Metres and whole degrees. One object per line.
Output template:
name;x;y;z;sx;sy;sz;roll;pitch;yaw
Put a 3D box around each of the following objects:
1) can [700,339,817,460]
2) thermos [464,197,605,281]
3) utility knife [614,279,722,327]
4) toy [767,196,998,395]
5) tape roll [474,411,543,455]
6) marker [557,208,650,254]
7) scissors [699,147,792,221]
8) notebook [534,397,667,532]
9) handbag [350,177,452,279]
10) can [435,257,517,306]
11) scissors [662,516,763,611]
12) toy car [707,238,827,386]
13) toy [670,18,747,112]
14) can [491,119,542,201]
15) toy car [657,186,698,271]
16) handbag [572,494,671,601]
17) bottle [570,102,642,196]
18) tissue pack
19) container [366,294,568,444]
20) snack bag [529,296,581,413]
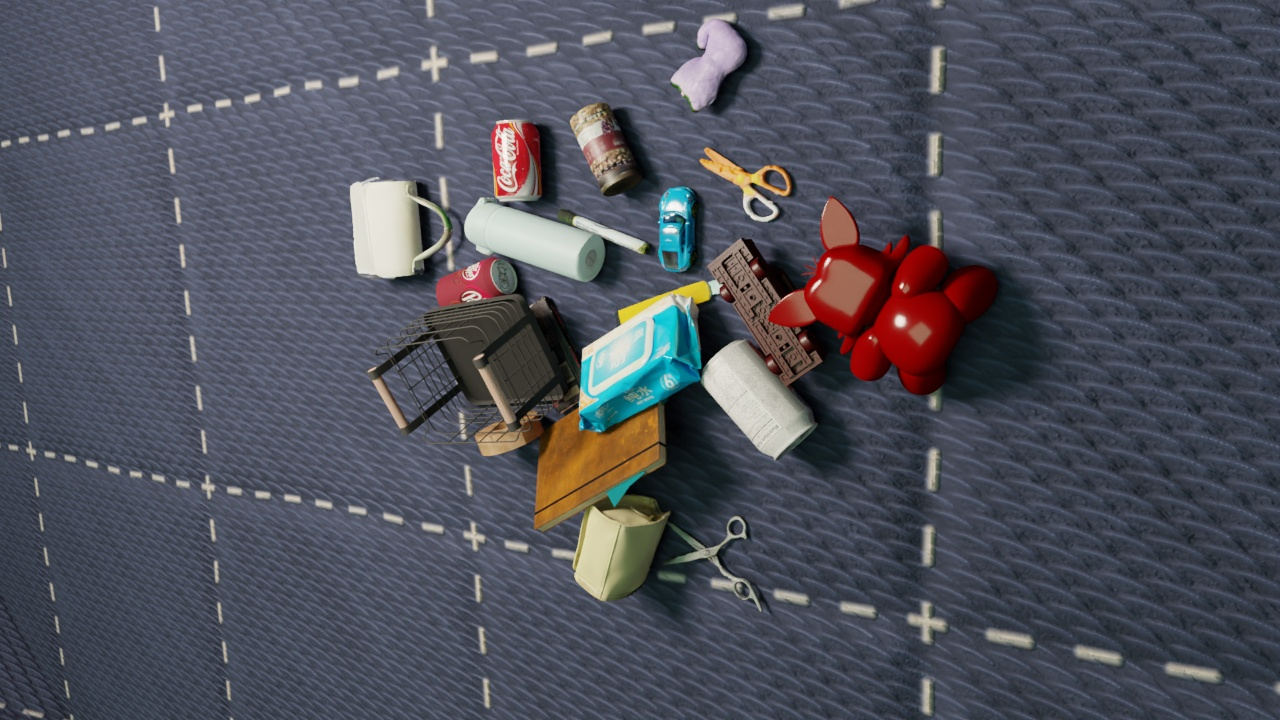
can;0.140;0.046;1.092;0.136;0.078;0.078;50;120;16
thermos;-0.148;-0.164;1.247;0.207;0.065;0.078;20;111;28
utility knife;0.039;-0.072;1.172;0.176;0.017;0.030;-17;94;34
toy;0.256;-0.062;0.975;0.197;0.120;0.159;31;116;14
tape roll;-0.186;0.103;1.301;0.094;0.093;0.027;-13;102;34
marker;-0.050;-0.170;1.212;0.146;0.017;0.017;26;112;26
scissors;0.118;-0.212;1.100;0.131;0.012;0.074;29;113;24
notebook;-0.050;0.115;1.201;0.250;0.014;0.178;-33;41;32
handbag;-0.357;-0.197;1.370;0.176;0.073;0.151;4;101;31
can;-0.236;-0.104;1.315;0.114;0.063;0.063;-16;90;34
scissors;0.098;0.263;1.196;0.142;0.014;0.171;-45;70;28
toy car;0.153;-0.058;1.074;0.070;0.061;0.169;-38;78;32
toy;0.079;-0.352;1.086;0.100;0.036;0.080;-45;64;25
can;-0.167;-0.269;1.241;0.064;0.064;0.105;4;101;32
toy car;0.044;-0.163;1.144;0.048;0.032;0.105;9;102;32
handbag;-0.025;0.245;1.215;0.081;0.111;0.119;30;112;42
bottle;-0.044;-0.268;1.166;0.056;0.056;0.105;-29;82;33
tissue pack;-0.007;0.007;1.161;0.210;0.066;0.116;-31;41;36
container;-0.236;0.020;1.256;0.242;0.130;0.163;-5;118;39
snack bag;-0.123;-0.007;1.287;0.075;0.018;0.155;-32;81;33
